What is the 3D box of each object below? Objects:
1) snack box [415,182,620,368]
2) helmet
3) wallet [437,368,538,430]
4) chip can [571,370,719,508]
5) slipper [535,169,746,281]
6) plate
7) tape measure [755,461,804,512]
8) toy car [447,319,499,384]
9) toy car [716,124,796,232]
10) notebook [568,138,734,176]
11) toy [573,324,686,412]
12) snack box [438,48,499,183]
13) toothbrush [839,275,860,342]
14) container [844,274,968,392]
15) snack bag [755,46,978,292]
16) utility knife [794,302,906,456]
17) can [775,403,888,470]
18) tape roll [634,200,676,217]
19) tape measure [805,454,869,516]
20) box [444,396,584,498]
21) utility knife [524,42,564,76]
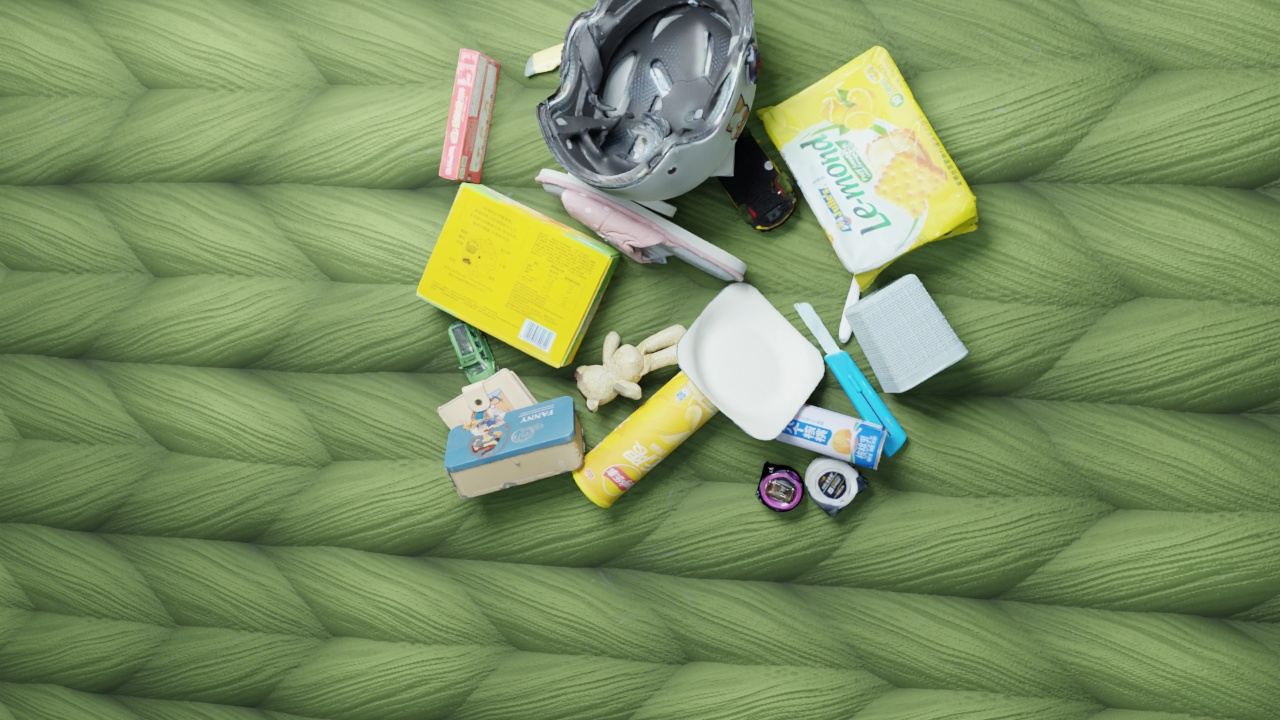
[{"bbox_3d":[-0.151,-0.107,1.142,0.210,0.070,0.158,27,101,6],"label":"snack box"},{"bbox_3d":[0.029,-0.290,1.006,0.230,0.157,0.274,19,81,29],"label":"helmet"},{"bbox_3d":[-0.196,0.063,1.188,0.115,0.024,0.087,-28,116,14],"label":"wallet"},{"bbox_3d":[0.014,0.092,1.140,0.214,0.072,0.072,-41,89,12],"label":"chip can"},{"bbox_3d":[-0.003,-0.150,1.092,0.274,0.114,0.054,26,91,-1],"label":"slipper"},{"bbox_3d":[0.126,0.003,1.092,0.164,0.034,0.163,45,59,-3],"label":"plate"},{"bbox_3d":[0.174,0.159,1.137,0.058,0.039,0.057,18,100,7],"label":"tape measure"},{"bbox_3d":[-0.218,-0.010,1.186,0.043,0.036,0.091,-23,97,11],"label":"toy car"},{"bbox_3d":[0.125,-0.226,1.091,0.071,0.041,0.156,-37,81,13],"label":"toy car"},{"bbox_3d":[0.013,-0.290,1.098,0.206,0.010,0.146,3,91,17],"label":"notebook"},{"bbox_3d":[-0.007,0.007,1.142,0.157,0.066,0.105,-26,60,8],"label":"toy"},{"bbox_3d":[-0.208,-0.296,1.124,0.025,0.075,0.153,14,100,9],"label":"snack box"},{"bbox_3d":[0.263,-0.108,1.096,0.016,0.016,0.180,13,100,9],"label":"toothbrush"},{"bbox_3d":[0.301,-0.032,1.060,0.090,0.090,0.111,-31,88,-1],"label":"container"},{"bbox_3d":[0.258,-0.221,1.043,0.158,0.068,0.246,-29,83,10],"label":"snack bag"},{"bbox_3d":[0.253,0.019,1.116,0.034,0.018,0.218,-34,90,13],"label":"utility knife"},{"bbox_3d":[0.225,0.087,1.103,0.135,0.053,0.053,16,100,17],"label":"can"},{"bbox_3d":[0.002,-0.194,1.095,0.086,0.085,0.014,26,100,5],"label":"tape roll"},{"bbox_3d":[0.236,0.149,1.128,0.066,0.033,0.066,-43,91,11],"label":"tape measure"},{"bbox_3d":[-0.150,0.107,1.151,0.184,0.089,0.062,-18,123,4],"label":"box"},{"bbox_3d":[-0.042,-0.388,1.109,0.216,0.022,0.031,-15,79,18],"label":"utility knife"}]
